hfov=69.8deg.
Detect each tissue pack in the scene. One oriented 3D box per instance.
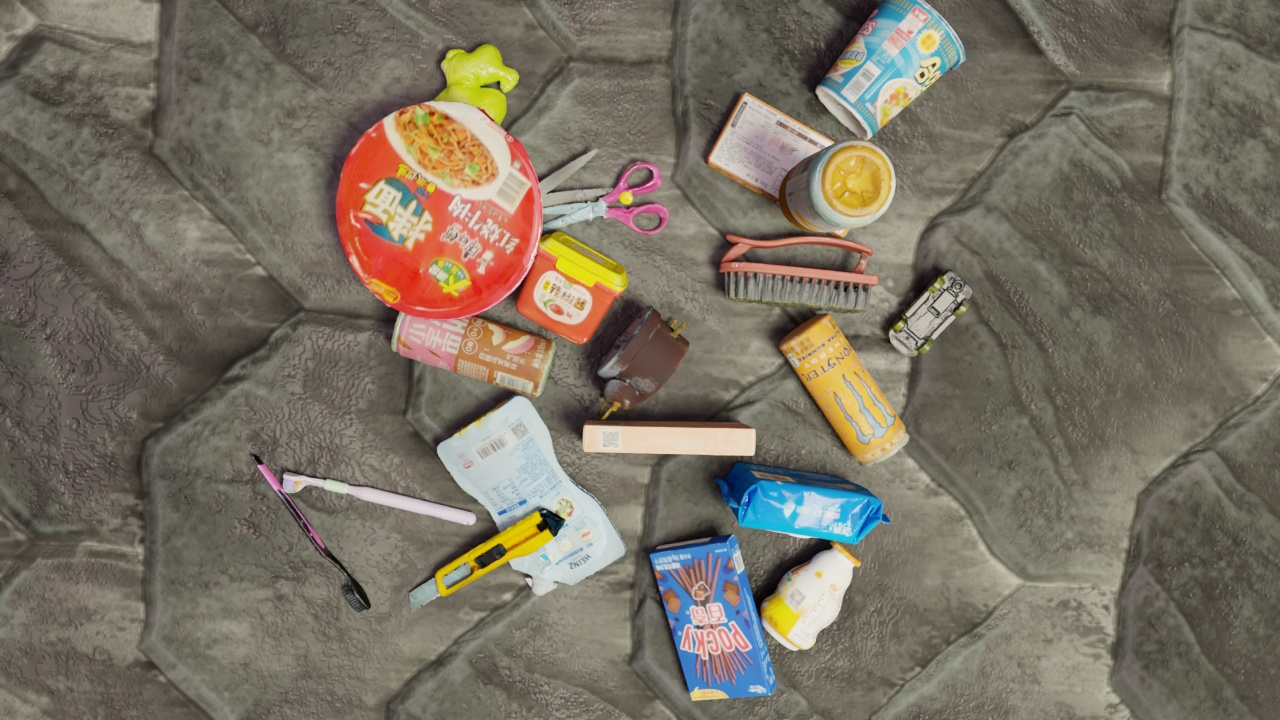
[{"bbox_3d":[0.152,0.137,0.873,0.157,0.095,0.052,8,94,-4],"label":"tissue pack"}]

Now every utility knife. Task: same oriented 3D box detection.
[{"bbox_3d":[-0.153,0.196,0.887,0.193,0.015,0.033,-32,92,15],"label":"utility knife"}]

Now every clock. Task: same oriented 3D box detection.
[{"bbox_3d":[-0.005,0.005,0.866,0.055,0.082,0.122,38,89,-10],"label":"clock"}]

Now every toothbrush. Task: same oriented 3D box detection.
[{"bbox_3d":[-0.326,0.171,0.902,0.018,0.014,0.189,-35,93,13],"label":"toothbrush"},{"bbox_3d":[-0.254,0.137,0.898,0.189,0.029,0.021,12,55,-3],"label":"toothbrush"}]

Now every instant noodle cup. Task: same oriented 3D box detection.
[{"bbox_3d":[-0.175,-0.135,0.843,0.194,0.065,0.194,1,97,9],"label":"instant noodle cup"},{"bbox_3d":[0.226,-0.270,0.852,0.099,0.099,0.110,43,98,-4],"label":"instant noodle cup"}]

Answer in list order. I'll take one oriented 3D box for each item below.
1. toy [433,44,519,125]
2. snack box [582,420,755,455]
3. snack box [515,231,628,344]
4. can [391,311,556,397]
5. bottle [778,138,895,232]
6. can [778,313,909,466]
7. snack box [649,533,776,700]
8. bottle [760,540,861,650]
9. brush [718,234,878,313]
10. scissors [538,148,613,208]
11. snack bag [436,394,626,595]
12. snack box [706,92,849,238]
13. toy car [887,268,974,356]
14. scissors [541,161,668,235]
[{"bbox_3d":[-0.160,-0.247,0.870,0.096,0.031,0.100,-11,93,-3],"label":"toy"},{"bbox_3d":[0.025,0.072,0.869,0.157,0.084,0.026,2,90,-2],"label":"snack box"},{"bbox_3d":[-0.066,-0.067,0.864,0.091,0.082,0.080,28,106,-2],"label":"snack box"},{"bbox_3d":[-0.157,-0.013,0.872,0.147,0.058,0.058,18,93,-3],"label":"can"},{"bbox_3d":[0.158,-0.143,0.779,0.068,0.189,0.068,0,96,-3],"label":"bottle"},{"bbox_3d":[0.195,0.028,0.884,0.058,0.058,0.146,-35,94,1],"label":"can"},{"bbox_3d":[0.071,0.252,0.895,0.085,0.026,0.157,-14,94,25],"label":"snack box"},{"bbox_3d":[0.167,0.227,0.893,0.063,0.063,0.108,39,92,-4],"label":"bottle"},{"bbox_3d":[0.148,-0.085,0.875,0.146,0.063,0.069,6,90,0],"label":"brush"},{"bbox_3d":[-0.119,-0.147,0.883,0.159,0.014,0.170,23,94,-1],"label":"scissors"},{"bbox_3d":[-0.106,0.135,0.893,0.110,0.039,0.191,-33,95,2],"label":"snack bag"},{"bbox_3d":[0.147,-0.187,0.885,0.154,0.026,0.075,29,93,-3],"label":"snack box"},{"bbox_3d":[0.281,-0.045,0.894,0.042,0.035,0.090,41,97,-2],"label":"toy car"},{"bbox_3d":[-0.037,-0.138,0.891,0.137,0.017,0.077,-21,101,4],"label":"scissors"}]
